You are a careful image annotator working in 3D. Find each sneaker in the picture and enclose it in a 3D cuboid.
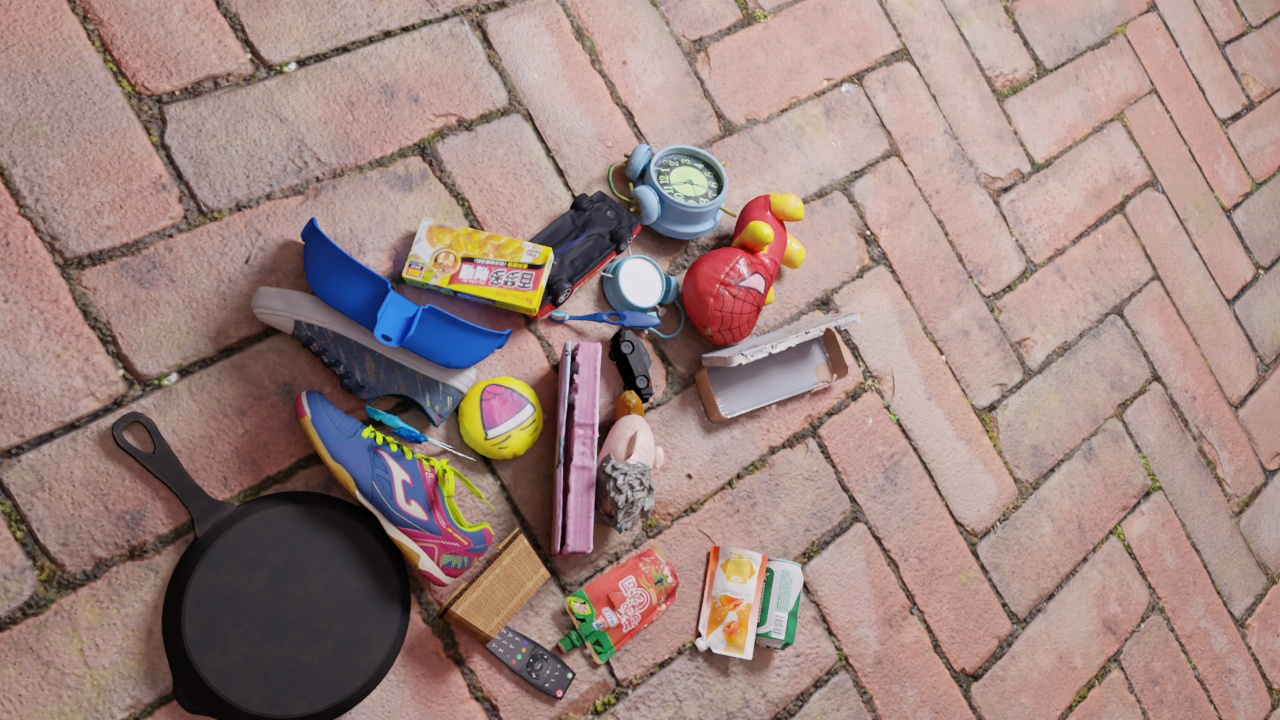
[{"bbox_3d":[-0.288,-0.001,0.940,0.235,0.088,0.079,25,78,-19],"label":"sneaker"},{"bbox_3d":[-0.244,0.111,0.922,0.091,0.116,0.242,-41,92,-10],"label":"sneaker"}]

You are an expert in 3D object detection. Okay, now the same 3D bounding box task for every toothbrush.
[{"bbox_3d":[-0.041,-0.050,1.081,0.132,0.016,0.021,3,73,-5],"label":"toothbrush"}]

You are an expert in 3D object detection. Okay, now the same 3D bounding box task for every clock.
[{"bbox_3d":[0.006,-0.079,1.124,0.123,0.042,0.087,47,63,-14],"label":"clock"},{"bbox_3d":[0.036,-0.213,1.143,0.162,0.060,0.118,-1,60,-16],"label":"clock"}]

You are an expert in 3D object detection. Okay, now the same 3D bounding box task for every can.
[{"bbox_3d":[0.163,0.290,1.093,0.053,0.053,0.101,19,70,-20],"label":"can"}]

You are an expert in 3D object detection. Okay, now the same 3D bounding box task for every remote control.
[{"bbox_3d":[-0.126,0.313,0.974,0.124,0.010,0.039,39,64,-12],"label":"remote control"}]

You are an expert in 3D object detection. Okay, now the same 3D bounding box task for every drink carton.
[{"bbox_3d":[0.106,0.284,1.075,0.069,0.039,0.122,10,72,3],"label":"drink carton"}]

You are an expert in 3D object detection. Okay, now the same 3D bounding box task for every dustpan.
[{"bbox_3d":[-0.233,-0.048,0.885,0.245,0.257,0.060,30,104,-16],"label":"dustpan"}]

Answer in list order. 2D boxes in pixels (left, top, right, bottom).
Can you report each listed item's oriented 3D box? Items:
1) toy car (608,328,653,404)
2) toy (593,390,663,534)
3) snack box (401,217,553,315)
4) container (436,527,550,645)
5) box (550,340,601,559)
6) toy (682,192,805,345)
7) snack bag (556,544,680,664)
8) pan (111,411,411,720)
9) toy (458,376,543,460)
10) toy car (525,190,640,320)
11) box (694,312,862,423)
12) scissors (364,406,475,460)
[{"bbox_3d":[-0.006,0.006,1.090,0.036,0.042,0.091,-22,87,-26],"label":"toy car"},{"bbox_3d":[-0.013,0.112,1.026,0.076,0.133,0.175,12,55,-8],"label":"toy"},{"bbox_3d":[-0.178,-0.104,1.011,0.152,0.025,0.075,14,74,4],"label":"snack box"},{"bbox_3d":[-0.148,0.237,0.947,0.061,0.063,0.113,43,63,4],"label":"container"},{"bbox_3d":[-0.078,0.099,1.007,0.046,0.098,0.232,6,76,-17],"label":"box"},{"bbox_3d":[0.129,-0.111,1.148,0.215,0.099,0.148,-51,142,-28],"label":"toy"},{"bbox_3d":[-0.028,0.275,1.020,0.154,0.044,0.087,-30,102,-23],"label":"snack bag"},{"bbox_3d":[-0.371,0.187,0.871,0.248,0.043,0.356,-42,97,-28],"label":"pan"},{"bbox_3d":[-0.153,0.063,1.008,0.095,0.041,0.094,-31,88,-26],"label":"toy"},{"bbox_3d":[-0.083,-0.126,1.074,0.081,0.056,0.189,41,64,10],"label":"toy car"},{"bbox_3d":[0.178,0.009,1.162,0.215,0.095,0.108,-17,109,-28],"label":"box"},{"bbox_3d":[-0.217,0.083,0.934,0.133,0.103,0.015,33,83,-30],"label":"scissors"}]
